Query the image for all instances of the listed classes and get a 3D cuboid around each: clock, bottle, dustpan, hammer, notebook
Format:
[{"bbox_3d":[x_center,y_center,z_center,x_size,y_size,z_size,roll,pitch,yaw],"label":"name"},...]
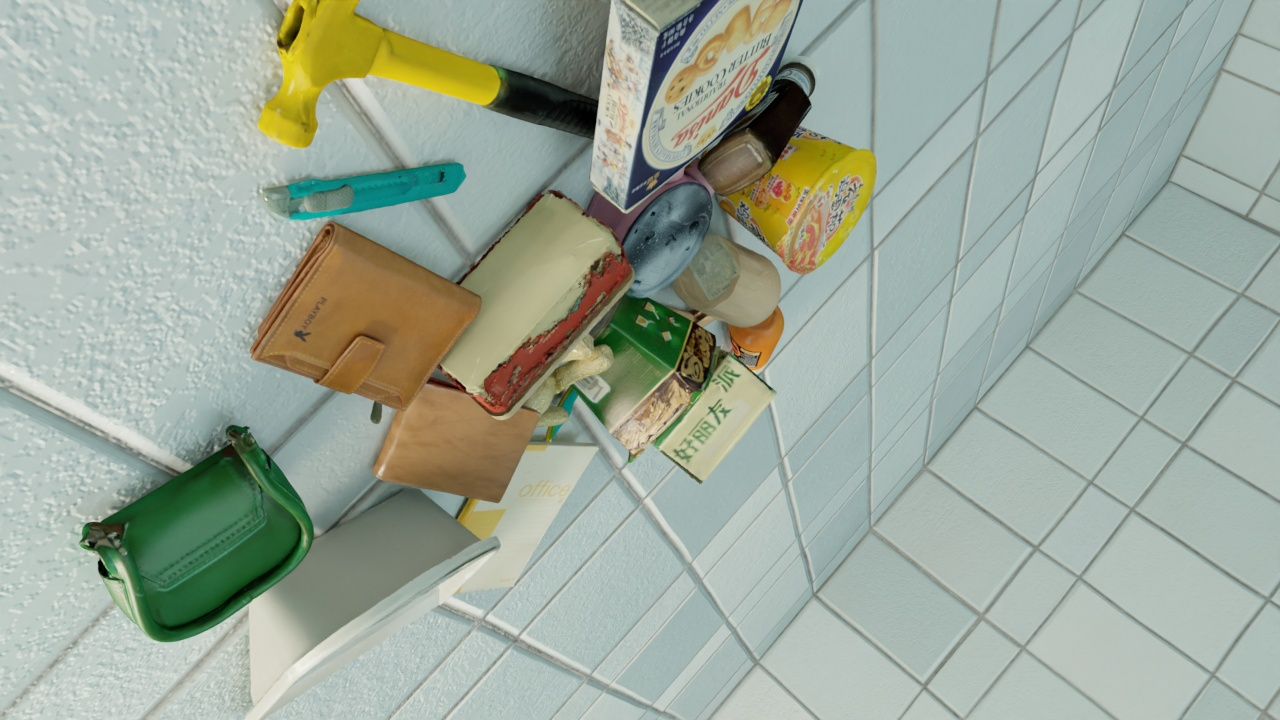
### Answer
[{"bbox_3d":[0.013,-0.134,0.807,0.117,0.060,0.159,7,119,-58],"label":"clock"},{"bbox_3d":[0.116,-0.217,0.814,0.080,0.044,0.194,-26,-159,43],"label":"bottle"},{"bbox_3d":[-0.222,0.230,0.794,0.222,0.143,0.258,-29,140,-37],"label":"dustpan"},{"bbox_3d":[0.142,-0.022,1.150,0.066,0.067,0.150,-43,159,-17],"label":"bottle"},{"bbox_3d":[-0.099,-0.181,0.603,0.300,0.033,0.129,-2,127,-56],"label":"hammer"},{"bbox_3d":[-0.141,0.169,0.976,0.145,0.010,0.206,9,118,-53],"label":"notebook"}]

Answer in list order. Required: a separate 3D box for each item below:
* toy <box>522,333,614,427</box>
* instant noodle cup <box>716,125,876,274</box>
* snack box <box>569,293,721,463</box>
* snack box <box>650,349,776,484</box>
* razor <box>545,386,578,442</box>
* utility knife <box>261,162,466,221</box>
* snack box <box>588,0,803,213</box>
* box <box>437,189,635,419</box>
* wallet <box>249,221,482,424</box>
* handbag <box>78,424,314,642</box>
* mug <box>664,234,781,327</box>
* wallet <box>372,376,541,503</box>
[{"bbox_3d":[-0.092,0.027,0.806,0.157,0.066,0.105,-36,129,20],"label":"toy"},{"bbox_3d":[0.151,-0.172,0.917,0.137,0.110,0.138,-38,151,-26],"label":"instant noodle cup"},{"bbox_3d":[-0.005,0.005,0.856,0.118,0.105,0.117,-47,-170,30],"label":"snack box"},{"bbox_3d":[0.054,0.045,0.951,0.114,0.063,0.240,-51,-170,-1],"label":"snack box"},{"bbox_3d":[-0.056,0.028,0.934,0.132,0.028,0.043,-50,-175,-9],"label":"razor"},{"bbox_3d":[-0.173,-0.110,0.595,0.150,0.013,0.029,-22,143,-44],"label":"utility knife"},{"bbox_3d":[0.045,-0.219,0.657,0.177,0.046,0.183,-42,165,-24],"label":"snack box"},{"bbox_3d":[-0.091,-0.046,0.718,0.168,0.091,0.080,-48,156,-6],"label":"box"},{"bbox_3d":[-0.192,-0.021,0.639,0.130,0.035,0.119,27,99,-49],"label":"wallet"},{"bbox_3d":[-0.297,0.117,0.623,0.131,0.068,0.120,-38,149,-26],"label":"handbag"},{"bbox_3d":[0.075,-0.074,0.972,0.125,0.084,0.103,-32,159,23],"label":"mug"},{"bbox_3d":[-0.155,0.069,0.776,0.115,0.020,0.101,19,113,-23],"label":"wallet"}]
